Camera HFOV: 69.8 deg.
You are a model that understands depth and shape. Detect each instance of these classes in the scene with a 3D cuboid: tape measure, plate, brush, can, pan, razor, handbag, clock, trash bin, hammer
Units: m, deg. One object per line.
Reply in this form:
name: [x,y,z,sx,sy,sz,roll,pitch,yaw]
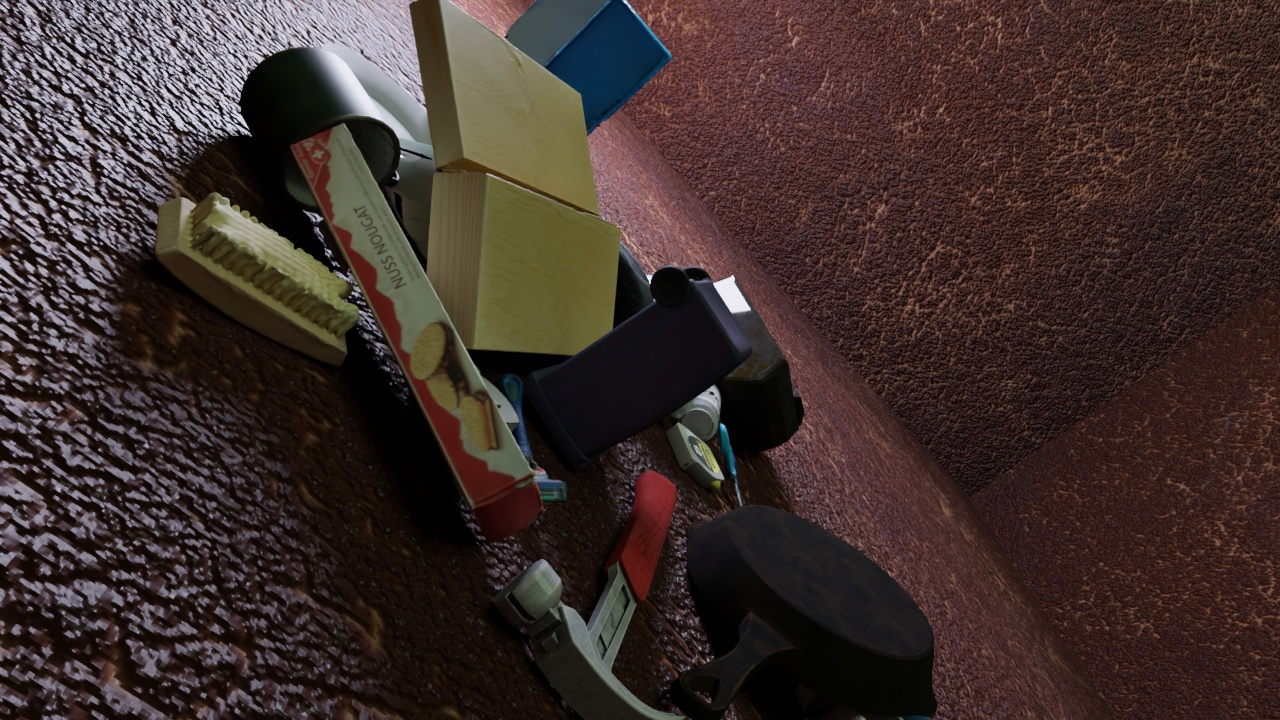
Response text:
tape measure: [0.057,0.100,0.940,0.065,0.017,0.064,38,19,-38]
plate: [-0.238,-0.228,0.874,0.173,0.019,0.172,46,16,-17]
brush: [-0.202,-0.045,0.497,0.117,0.039,0.049,38,20,-44]
can: [0.067,0.055,1.026,0.044,0.044,0.106,49,15,-6]
pan: [0.118,0.196,0.709,0.249,0.043,0.355,35,17,23]
razor: [-0.083,0.054,0.642,0.043,0.018,0.140,3,33,-18]
handbag: [0.143,0.025,1.173,0.197,0.102,0.200,-113,-176,-47]
tape measure: [-0.112,0.025,0.607,0.062,0.020,0.060,45,13,16]
clock: [0.170,0.301,0.716,0.120,0.061,0.159,44,11,-19]
trash bin: [-0.004,0.004,0.710,0.092,0.161,0.093,58,16,3]
hammer: [-0.005,0.143,0.634,0.126,0.036,0.315,52,14,-3]

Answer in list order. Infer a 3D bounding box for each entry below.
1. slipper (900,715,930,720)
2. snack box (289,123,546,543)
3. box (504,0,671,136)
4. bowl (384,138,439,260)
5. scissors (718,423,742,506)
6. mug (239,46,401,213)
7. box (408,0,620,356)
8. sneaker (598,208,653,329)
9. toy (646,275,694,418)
slipper: [0.211,0.286,0.840,0.213,0.059,0.104,49,1,-2]
snack box: [-0.139,-0.020,0.554,0.273,0.044,0.077,57,-15,22]
box: [-0.107,-0.303,0.997,0.167,0.244,0.075,35,24,-40]
bowl: [-0.141,-0.136,0.799,0.174,0.068,0.174,49,19,-25]
scissors: [0.103,0.132,0.979,0.073,0.016,0.134,75,1,-49]
mug: [-0.216,-0.158,0.643,0.081,0.085,0.111,55,16,22]
box: [-0.094,-0.127,0.744,0.246,0.076,0.257,3,79,-71]
sneaker: [-0.062,-0.116,0.954,0.252,0.097,0.150,49,19,21]
toy: [0.023,-0.029,1.017,0.137,0.086,0.209,48,14,-12]
